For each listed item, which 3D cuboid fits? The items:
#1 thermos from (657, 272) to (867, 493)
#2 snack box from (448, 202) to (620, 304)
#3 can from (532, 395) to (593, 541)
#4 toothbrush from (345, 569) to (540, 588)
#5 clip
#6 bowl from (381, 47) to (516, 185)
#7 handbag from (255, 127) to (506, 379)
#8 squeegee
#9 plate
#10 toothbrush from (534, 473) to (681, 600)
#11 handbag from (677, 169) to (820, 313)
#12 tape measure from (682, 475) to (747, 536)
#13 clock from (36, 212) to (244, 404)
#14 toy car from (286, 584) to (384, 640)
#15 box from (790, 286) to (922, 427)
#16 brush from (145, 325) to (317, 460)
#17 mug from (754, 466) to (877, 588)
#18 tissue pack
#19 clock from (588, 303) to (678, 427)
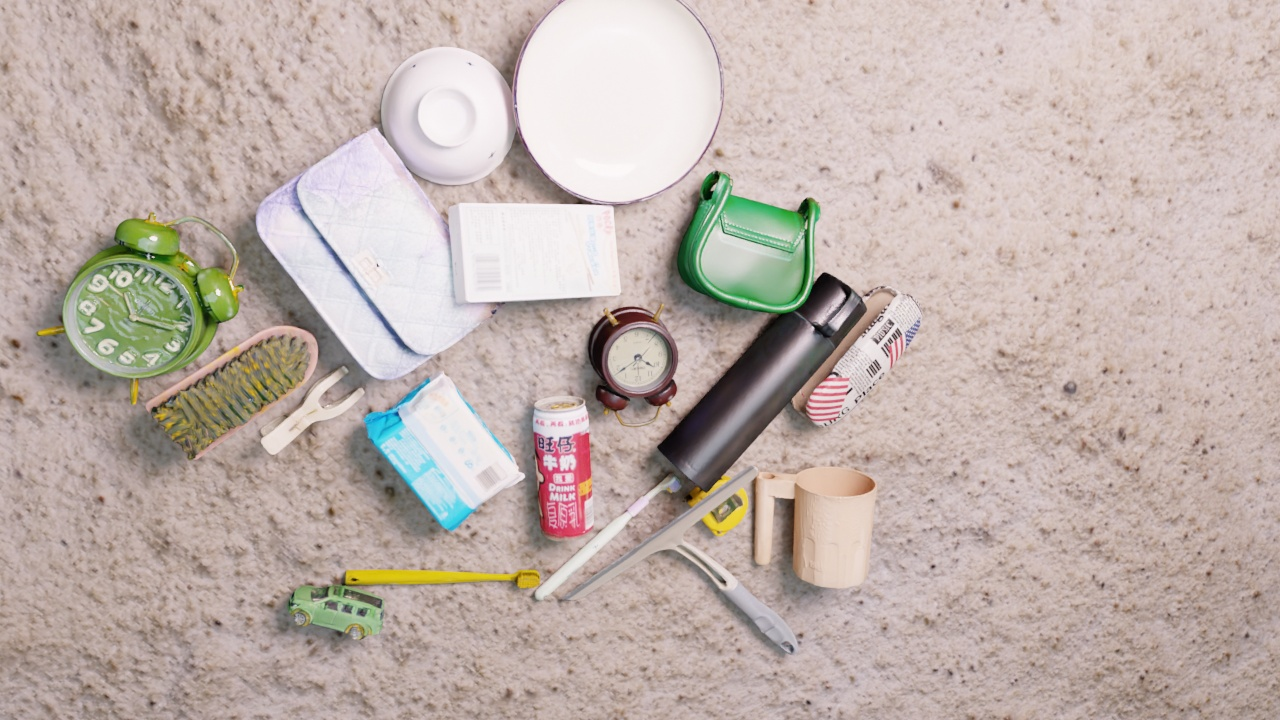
[{"bbox_3d":[0.122,0.020,0.901,0.068,0.090,0.242,42,91,-2],"label":"thermos"},{"bbox_3d":[-0.092,-0.096,0.817,0.156,0.027,0.084,-6,92,-35],"label":"snack box"},{"bbox_3d":[-0.075,0.104,0.891,0.053,0.053,0.133,-6,105,-13],"label":"can"},{"bbox_3d":[-0.193,0.217,0.908,0.190,0.016,0.016,4,101,-15],"label":"toothbrush"},{"bbox_3d":[-0.298,0.045,0.828,0.097,0.060,0.034,-36,109,-15],"label":"clip"},{"bbox_3d":[-0.164,-0.209,0.785,0.118,0.064,0.118,-2,104,-9],"label":"bowl"},{"bbox_3d":[-0.226,-0.085,0.797,0.134,0.075,0.194,-37,110,-6],"label":"handbag"},{"bbox_3d":[0.091,0.238,0.972,0.247,0.039,0.246,-38,117,17],"label":"squeegee"},{"bbox_3d":[-0.021,-0.237,0.819,0.192,0.039,0.193,-7,115,-14],"label":"plate"},{"bbox_3d":[-0.035,0.182,0.938,0.189,0.029,0.020,-40,67,-1],"label":"toothbrush"},{"bbox_3d":[0.105,-0.110,0.876,0.131,0.068,0.120,11,99,-16],"label":"handbag"},{"bbox_3d":[0.083,0.149,0.954,0.057,0.029,0.060,-40,109,-3],"label":"tape measure"},{"bbox_3d":[-0.409,-0.052,0.771,0.116,0.056,0.161,43,90,-20],"label":"clock"},{"bbox_3d":[-0.289,0.237,0.877,0.091,0.043,0.036,16,101,-18],"label":"toy car"},{"bbox_3d":[0.228,0.002,0.929,0.075,0.077,0.163,42,88,-24],"label":"box"},{"bbox_3d":[-0.346,0.020,0.796,0.145,0.073,0.063,-36,109,-8],"label":"brush"},{"bbox_3d":[0.181,0.173,0.964,0.125,0.084,0.103,3,105,10],"label":"mug"},{"bbox_3d":[-0.182,0.085,0.855,0.090,0.063,0.140,-36,110,-5],"label":"tissue pack"},{"bbox_3d":[-0.005,0.005,0.884,0.082,0.055,0.122,-6,106,-13],"label":"clock"}]
